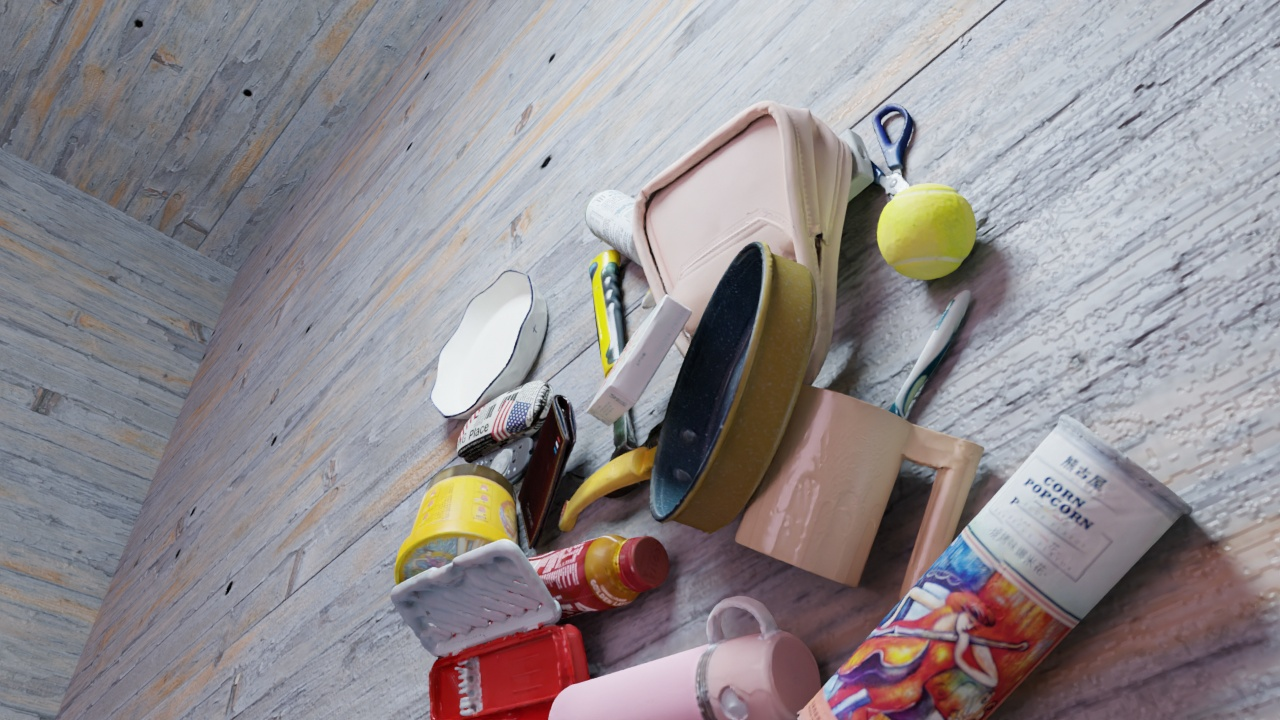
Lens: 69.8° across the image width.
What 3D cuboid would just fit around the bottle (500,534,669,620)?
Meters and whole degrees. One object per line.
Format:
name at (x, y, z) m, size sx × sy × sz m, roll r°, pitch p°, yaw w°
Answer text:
bottle at (-0.050, 0.180, 0.753) m, size 0.175 × 0.057 × 0.057 m, roll -26°, pitch 43°, yaw 43°

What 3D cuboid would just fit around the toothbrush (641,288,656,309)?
toothbrush at (0.059, -0.128, 0.912) m, size 0.191 × 0.016 × 0.018 m, roll -53°, pitch 20°, yaw 9°

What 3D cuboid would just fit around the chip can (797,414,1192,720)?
chip can at (0.171, 0.131, 0.465) m, size 0.215 × 0.071 × 0.071 m, roll -53°, pitch 31°, yaw 11°

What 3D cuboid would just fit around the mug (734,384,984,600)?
mug at (0.129, 0.082, 0.556) m, size 0.125 × 0.084 × 0.103 m, roll 18°, pitch 82°, yaw 23°

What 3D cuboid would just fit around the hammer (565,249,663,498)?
hammer at (-0.028, 0.001, 0.908) m, size 0.126 × 0.032 × 0.322 m, roll -41°, pitch 35°, yaw 26°

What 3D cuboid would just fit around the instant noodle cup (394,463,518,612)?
instant noodle cup at (-0.170, 0.170, 0.887) m, size 0.119 × 0.118 × 0.114 m, roll -45°, pitch 26°, yaw 22°

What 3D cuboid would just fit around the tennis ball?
tennis ball at (0.196, -0.088, 0.629) m, size 0.066 × 0.065 × 0.065 m, roll -36°, pitch 37°, yaw 33°

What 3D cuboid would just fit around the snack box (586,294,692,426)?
snack box at (-0.004, 0.004, 0.747) m, size 0.084 × 0.027 × 0.157 m, roll -59°, pitch 4°, yaw -14°

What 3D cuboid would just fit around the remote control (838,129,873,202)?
remote control at (0.139, -0.133, 0.781) m, size 0.135 × 0.019 × 0.056 m, roll -42°, pitch 40°, yaw 39°

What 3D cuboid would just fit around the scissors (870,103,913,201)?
scissors at (0.192, -0.139, 0.733) m, size 0.133 × 0.012 × 0.172 m, roll -16°, pitch 50°, yaw 47°

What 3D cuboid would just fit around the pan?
pan at (0.017, 0.056, 0.676) m, size 0.359 × 0.078 × 0.197 m, roll 119°, pitch 169°, yaw -51°

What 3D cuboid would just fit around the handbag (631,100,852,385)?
handbag at (0.087, -0.070, 0.742) m, size 0.194 × 0.093 × 0.233 m, roll -32°, pitch 55°, yaw 45°

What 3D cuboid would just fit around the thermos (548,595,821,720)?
thermos at (0.021, 0.217, 0.599) m, size 0.199 × 0.067 × 0.087 m, roll -33°, pitch 74°, yaw 39°

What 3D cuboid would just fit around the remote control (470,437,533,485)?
remote control at (-0.153, 0.120, 0.990) m, size 0.137 × 0.024 × 0.053 m, roll -26°, pitch 42°, yaw 41°

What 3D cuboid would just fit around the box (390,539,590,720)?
box at (-0.130, 0.239, 0.772) m, size 0.202 × 0.058 × 0.161 m, roll -29°, pitch 79°, yaw 41°

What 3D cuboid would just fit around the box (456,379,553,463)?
box at (-0.150, 0.071, 1.021) m, size 0.165 × 0.052 × 0.068 m, roll -26°, pitch 54°, yaw 44°

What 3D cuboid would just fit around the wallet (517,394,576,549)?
wallet at (-0.089, 0.105, 0.875) m, size 0.096 × 0.020 × 0.122 m, roll -111°, pitch 39°, yaw -64°

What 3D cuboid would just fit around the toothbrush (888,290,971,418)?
toothbrush at (0.171, 0.037, 0.603) m, size 0.018 × 0.016 × 0.191 m, roll 29°, pitch 88°, yaw 50°

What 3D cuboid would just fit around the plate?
plate at (-0.185, -0.015, 1.136) m, size 0.205 × 0.045 × 0.204 m, roll -35°, pitch 39°, yaw 34°

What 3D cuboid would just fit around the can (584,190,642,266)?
can at (-0.011, -0.143, 0.985) m, size 0.058 × 0.058 × 0.147 m, roll -56°, pitch 30°, yaw 4°
